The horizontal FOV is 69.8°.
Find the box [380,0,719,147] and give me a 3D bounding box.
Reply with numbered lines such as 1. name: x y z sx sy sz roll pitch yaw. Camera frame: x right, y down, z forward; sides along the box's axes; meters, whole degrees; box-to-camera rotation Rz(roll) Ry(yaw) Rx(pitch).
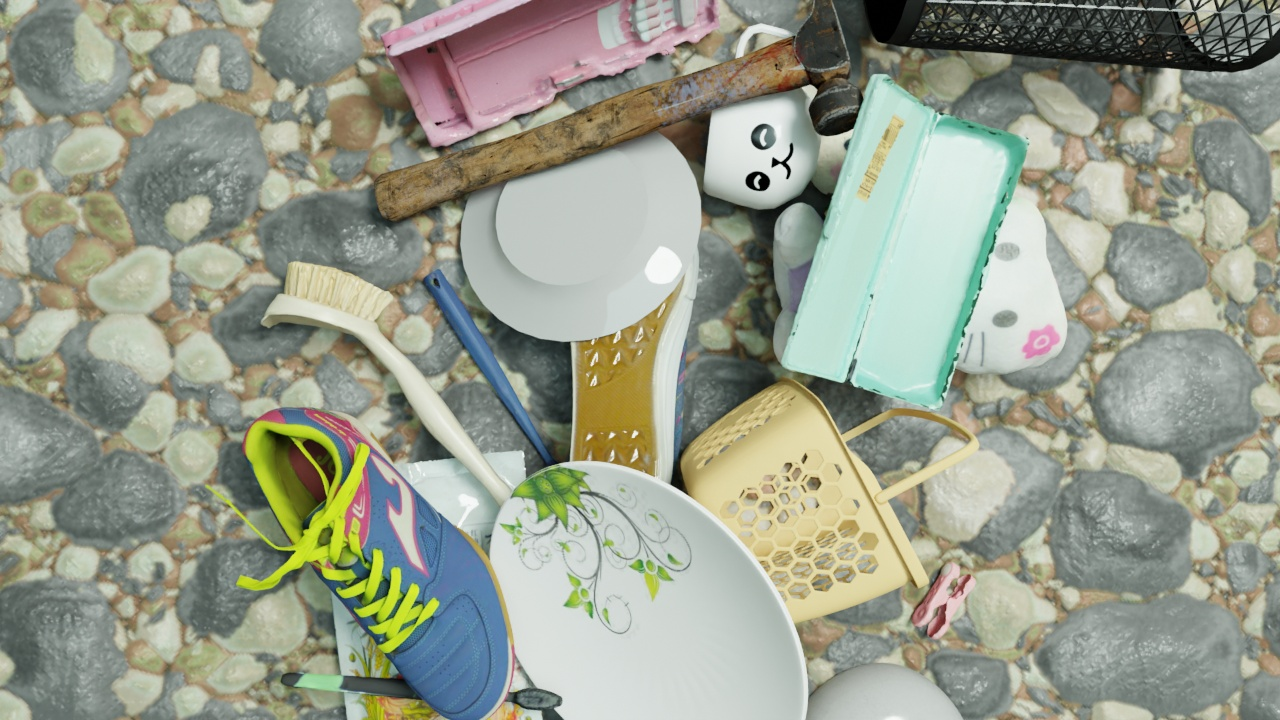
1. box: -0.052 -0.231 0.595 0.233 0.173 0.075 -24 87 -6

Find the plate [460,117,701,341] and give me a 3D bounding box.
1. plate: -0.046 -0.099 0.632 0.173 0.019 0.172 -3 73 11

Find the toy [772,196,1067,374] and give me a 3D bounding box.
1. toy: 0.196 -0.047 0.656 0.209 0.085 0.137 -1 92 -4

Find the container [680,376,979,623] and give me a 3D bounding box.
1. container: 0.121 0.073 0.600 0.167 0.183 0.129 -28 92 3

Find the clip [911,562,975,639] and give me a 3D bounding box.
1. clip: 0.234 0.185 0.690 0.041 0.023 0.059 29 86 -1

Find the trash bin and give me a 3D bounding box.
1. trash bin: 0.287 -0.301 0.611 0.243 0.217 0.217 -2 90 1

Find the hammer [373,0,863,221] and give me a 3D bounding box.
1. hammer: -0.028 -0.164 0.611 0.331 0.033 0.120 -15 76 13

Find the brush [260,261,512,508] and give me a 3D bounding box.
1. brush: -0.149 0.034 0.632 0.077 0.062 0.272 -44 92 4

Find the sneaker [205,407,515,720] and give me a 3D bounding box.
1. sneaker: -0.175 0.132 0.585 0.116 0.091 0.242 -41 77 3

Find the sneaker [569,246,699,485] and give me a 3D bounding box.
1. sneaker: -0.004 0.004 0.646 0.087 0.079 0.235 1 72 14

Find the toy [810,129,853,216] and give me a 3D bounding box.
1. toy: 0.165 -0.140 0.673 0.087 0.050 0.112 9 84 -5

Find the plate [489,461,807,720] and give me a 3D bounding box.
1. plate: 0.002 0.162 0.575 0.230 0.030 0.230 14 117 29

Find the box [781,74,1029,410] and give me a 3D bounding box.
1. box: 0.165 -0.071 0.588 0.138 0.056 0.187 16 95 -19

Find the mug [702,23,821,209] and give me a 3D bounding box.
1. mug: 0.087 -0.166 0.634 0.076 0.090 0.124 7 117 3

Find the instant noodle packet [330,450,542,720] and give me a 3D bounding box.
1. instant noodle packet: -0.142 0.204 0.641 0.147 0.057 0.269 -6 85 -7

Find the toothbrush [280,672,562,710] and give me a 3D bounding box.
1. toothbrush: -0.146 0.219 0.611 0.188 0.017 0.014 5 68 -2

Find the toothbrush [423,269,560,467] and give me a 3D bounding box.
1. toothbrush: -0.100 0.018 0.661 0.016 0.017 0.190 -32 93 -5

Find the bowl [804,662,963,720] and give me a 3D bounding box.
1. bowl: 0.180 0.293 0.662 0.132 0.064 0.132 0 90 -5
